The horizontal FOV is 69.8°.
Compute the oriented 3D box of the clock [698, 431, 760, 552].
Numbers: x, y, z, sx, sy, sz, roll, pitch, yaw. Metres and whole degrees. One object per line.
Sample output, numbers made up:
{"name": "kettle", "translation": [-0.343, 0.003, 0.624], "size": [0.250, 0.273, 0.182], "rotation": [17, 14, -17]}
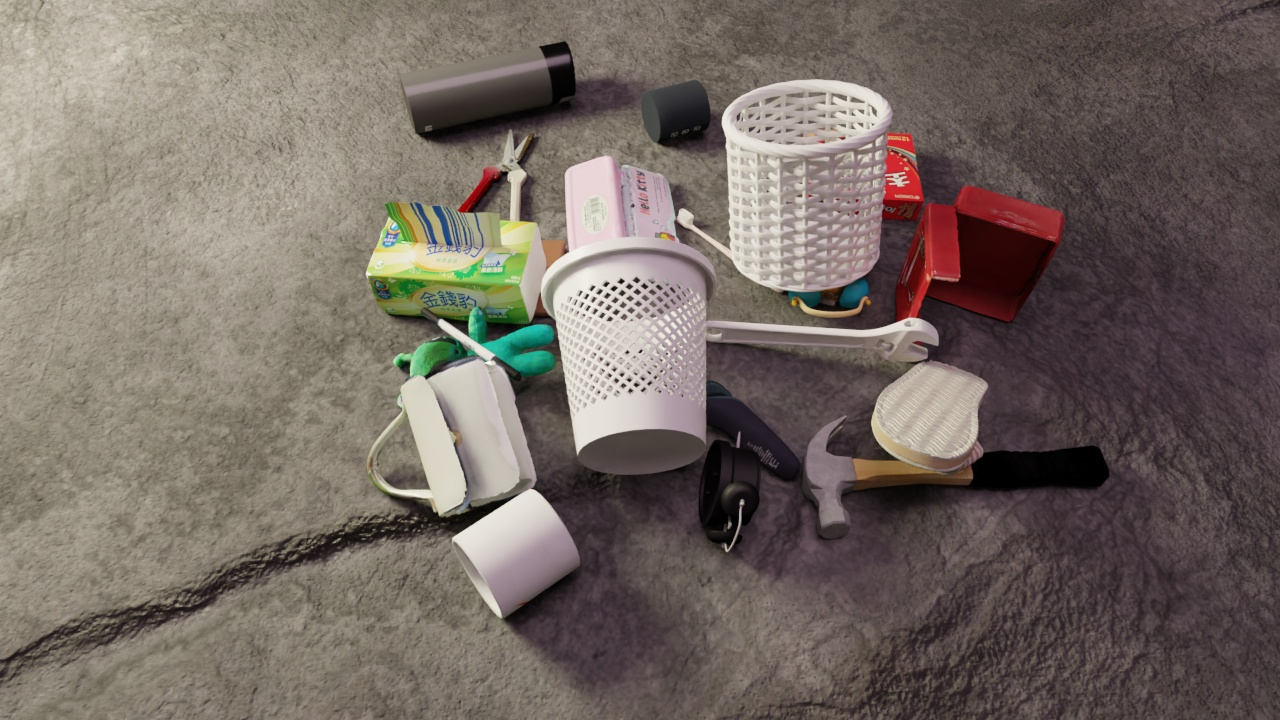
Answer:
{"name": "clock", "translation": [0.091, 0.138, 0.938], "size": [0.042, 0.091, 0.120], "rotation": [10, 40, -7]}

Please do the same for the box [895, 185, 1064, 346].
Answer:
{"name": "box", "translation": [0.396, -0.100, 1.077], "size": [0.170, 0.157, 0.156], "rotation": [3, 56, 1]}

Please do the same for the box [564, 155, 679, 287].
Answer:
{"name": "box", "translation": [-0.023, -0.181, 1.181], "size": [0.153, 0.067, 0.201], "rotation": [-4, 55, -5]}

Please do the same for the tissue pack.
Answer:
{"name": "tissue pack", "translation": [-0.220, -0.129, 1.078], "size": [0.198, 0.142, 0.120], "rotation": [-1, 55, 4]}

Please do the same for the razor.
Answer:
{"name": "razor", "translation": [0.117, 0.079, 1.012], "size": [0.143, 0.047, 0.052], "rotation": [42, 39, 22]}

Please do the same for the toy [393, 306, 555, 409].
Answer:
{"name": "toy", "translation": [-0.190, 0.006, 1.042], "size": [0.193, 0.072, 0.130], "rotation": [-10, 53, 2]}

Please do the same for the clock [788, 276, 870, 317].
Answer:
{"name": "clock", "translation": [0.231, -0.101, 1.143], "size": [0.099, 0.044, 0.129], "rotation": [0, 47, -2]}

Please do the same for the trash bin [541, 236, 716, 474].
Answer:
{"name": "trash bin", "translation": [-0.006, 0.006, 0.983], "size": [0.195, 0.196, 0.199], "rotation": [-3, 64, -4]}

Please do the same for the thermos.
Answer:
{"name": "thermos", "translation": [-0.215, -0.391, 1.312], "size": [0.240, 0.082, 0.082], "rotation": [-16, 56, -13]}

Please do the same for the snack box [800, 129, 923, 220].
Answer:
{"name": "snack box", "translation": [0.299, -0.257, 1.259], "size": [0.152, 0.036, 0.132], "rotation": [3, 54, 1]}

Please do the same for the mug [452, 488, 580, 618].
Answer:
{"name": "mug", "translation": [-0.129, 0.184, 0.907], "size": [0.090, 0.091, 0.121], "rotation": [-31, 28, -22]}

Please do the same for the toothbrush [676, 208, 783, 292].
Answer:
{"name": "toothbrush", "translation": [0.115, -0.141, 1.183], "size": [0.181, 0.018, 0.015], "rotation": [40, 51, 23]}

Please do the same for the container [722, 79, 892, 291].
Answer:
{"name": "container", "translation": [0.197, -0.210, 1.096], "size": [0.189, 0.187, 0.189], "rotation": [-5, 38, 4]}

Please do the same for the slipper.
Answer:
{"name": "slipper", "translation": [0.312, 0.063, 0.972], "size": [0.115, 0.052, 0.262], "rotation": [23, 26, 19]}

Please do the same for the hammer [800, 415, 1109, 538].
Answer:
{"name": "hammer", "translation": [0.338, 0.119, 0.991], "size": [0.328, 0.039, 0.131], "rotation": [-2, 53, -3]}

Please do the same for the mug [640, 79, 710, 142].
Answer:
{"name": "mug", "translation": [0.043, -0.360, 1.313], "size": [0.077, 0.071, 0.105], "rotation": [-18, 30, -14]}

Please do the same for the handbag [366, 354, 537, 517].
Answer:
{"name": "handbag", "translation": [-0.212, 0.090, 0.952], "size": [0.176, 0.074, 0.151], "rotation": [-21, 78, 12]}

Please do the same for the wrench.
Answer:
{"name": "wrench", "translation": [0.204, -0.028, 1.070], "size": [0.273, 0.066, 0.018], "rotation": [3, 54, 12]}

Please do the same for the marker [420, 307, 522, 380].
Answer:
{"name": "marker", "translation": [-0.188, -0.019, 1.014], "size": [0.152, 0.011, 0.011], "rotation": [33, 60, 22]}

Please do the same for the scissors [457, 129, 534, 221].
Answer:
{"name": "scissors", "translation": [-0.189, -0.243, 1.249], "size": [0.184, 0.015, 0.179], "rotation": [-28, 58, -20]}

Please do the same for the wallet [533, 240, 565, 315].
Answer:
{"name": "wallet", "translation": [-0.142, -0.105, 1.152], "size": [0.087, 0.013, 0.120], "rotation": [1, 54, 5]}
